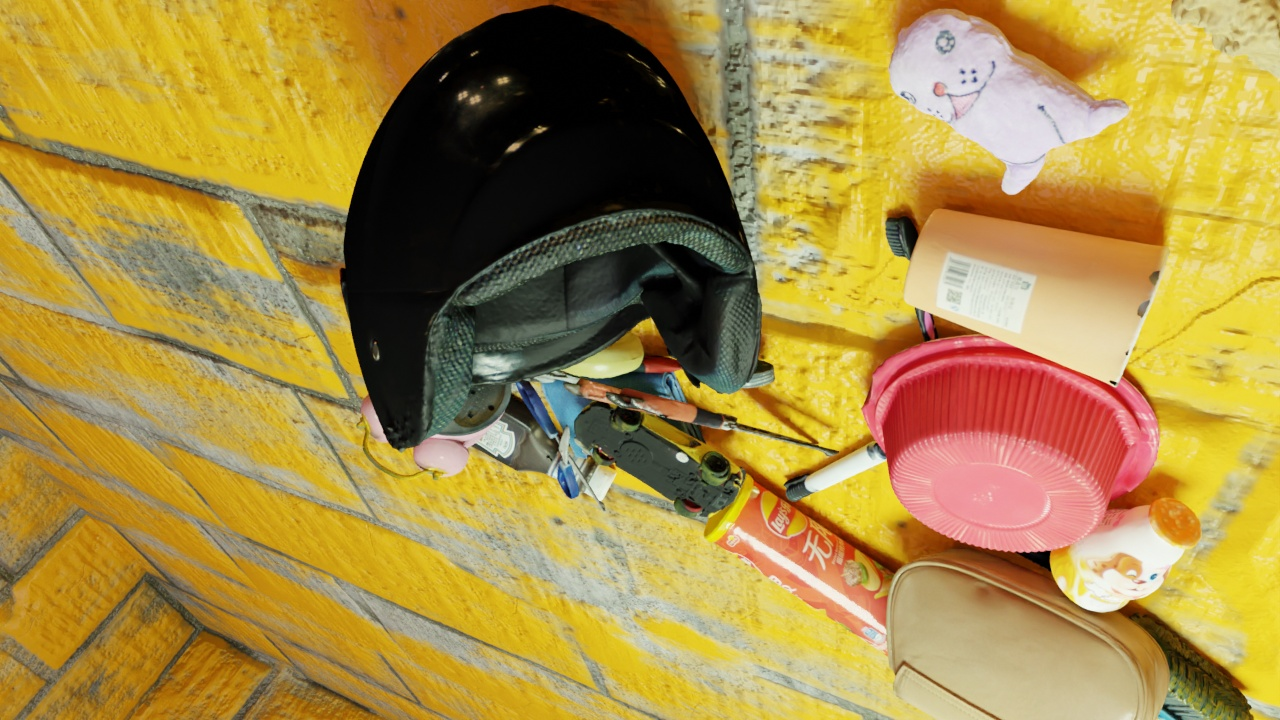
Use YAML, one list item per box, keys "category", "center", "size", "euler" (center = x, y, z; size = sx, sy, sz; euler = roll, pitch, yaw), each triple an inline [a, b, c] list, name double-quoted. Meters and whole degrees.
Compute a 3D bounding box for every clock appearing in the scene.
- category: "clock"
  center: [-0.194, 0.044, 0.863]
  size: [0.117, 0.158, 0.060]
  euler: [33, 143, 0]

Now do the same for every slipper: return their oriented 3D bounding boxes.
- category: "slipper"
  center: [-0.079, -0.044, 0.746]
  size: [0.191, 0.091, 0.082]
  euler: [20, 109, 28]

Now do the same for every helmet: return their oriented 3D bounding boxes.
- category: "helmet"
  center: [-0.063, -0.069, 0.565]
  size: [0.275, 0.233, 0.230]
  euler: [-27, 71, 61]

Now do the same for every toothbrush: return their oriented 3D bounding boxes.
- category: "toothbrush"
  center: [0.190, -0.021, 0.612]
  size: [0.018, 0.014, 0.189]
  euler: [21, 149, 45]

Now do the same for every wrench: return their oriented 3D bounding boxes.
- category: "wrench"
  center: [-0.005, 0.004, 0.769]
  size: [0.274, 0.056, 0.016]
  euler: [4, 104, 41]

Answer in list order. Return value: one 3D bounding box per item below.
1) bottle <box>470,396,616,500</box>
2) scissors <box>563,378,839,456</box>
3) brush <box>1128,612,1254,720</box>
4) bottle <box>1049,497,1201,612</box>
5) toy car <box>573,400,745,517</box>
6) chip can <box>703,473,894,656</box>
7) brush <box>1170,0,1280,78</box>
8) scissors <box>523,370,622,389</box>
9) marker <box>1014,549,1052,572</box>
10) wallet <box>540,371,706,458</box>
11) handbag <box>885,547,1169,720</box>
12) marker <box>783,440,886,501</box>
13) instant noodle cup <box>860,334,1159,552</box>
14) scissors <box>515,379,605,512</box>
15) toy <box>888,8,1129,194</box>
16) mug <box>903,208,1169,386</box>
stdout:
- category: "bottle"
  center: [-0.117, 0.085, 0.954]
  size: [0.195, 0.043, 0.080]
  euler: [28, 136, 3]
- category: "scissors"
  center: [0.050, 0.045, 0.710]
  size: [0.196, 0.015, 0.215]
  euler: [12, 176, 27]
- category: "brush"
  center: [0.419, 0.260, 0.743]
  size: [0.144, 0.055, 0.074]
  euler: [36, 145, -6]
- category: "bottle"
  center: [0.339, 0.133, 0.641]
  size: [0.063, 0.063, 0.109]
  euler: [28, 146, 5]
- category: "toy car"
  center: [0.016, 0.080, 0.790]
  size: [0.156, 0.041, 0.071]
  euler: [29, 134, 0]
- category: "chip can"
  center: [0.164, 0.191, 0.843]
  size: [0.216, 0.073, 0.073]
  euler: [34, 146, -4]
- category: "brush"
  center: [0.324, -0.109, 0.383]
  size: [0.254, 0.045, 0.083]
  euler: [36, 142, -13]
- category: "scissors"
  center: [-0.056, 0.015, 0.774]
  size: [0.175, 0.014, 0.136]
  euler: [3, 159, 45]
- category: "marker"
  center: [0.291, 0.137, 0.724]
  size: [0.132, 0.020, 0.022]
  euler: [29, 116, 7]
- category: "wallet"
  center: [-0.015, 0.050, 0.835]
  size: [0.133, 0.040, 0.106]
  euler: [-2, 130, 31]
- category: "handbag"
  center: [0.297, 0.239, 0.726]
  size: [0.205, 0.099, 0.148]
  euler: [24, 105, 45]
- category: "marker"
  center: [0.162, 0.093, 0.770]
  size: [0.022, 0.018, 0.131]
  euler: [44, 145, -1]
- category: "instant noodle cup"
  center: [0.242, 0.069, 0.624]
  size: [0.194, 0.065, 0.194]
  euler: [18, 145, 13]
- category: "scissors"
  center: [-0.074, 0.086, 0.858]
  size: [0.173, 0.012, 0.163]
  euler: [51, 159, 36]
- category: "toy"
  center: [0.174, -0.134, 0.463]
  size: [0.108, 0.038, 0.084]
  euler: [32, 154, -2]
- category: "mug"
  center: [0.216, -0.041, 0.515]
  size: [0.123, 0.078, 0.078]
  euler: [20, 144, 24]
